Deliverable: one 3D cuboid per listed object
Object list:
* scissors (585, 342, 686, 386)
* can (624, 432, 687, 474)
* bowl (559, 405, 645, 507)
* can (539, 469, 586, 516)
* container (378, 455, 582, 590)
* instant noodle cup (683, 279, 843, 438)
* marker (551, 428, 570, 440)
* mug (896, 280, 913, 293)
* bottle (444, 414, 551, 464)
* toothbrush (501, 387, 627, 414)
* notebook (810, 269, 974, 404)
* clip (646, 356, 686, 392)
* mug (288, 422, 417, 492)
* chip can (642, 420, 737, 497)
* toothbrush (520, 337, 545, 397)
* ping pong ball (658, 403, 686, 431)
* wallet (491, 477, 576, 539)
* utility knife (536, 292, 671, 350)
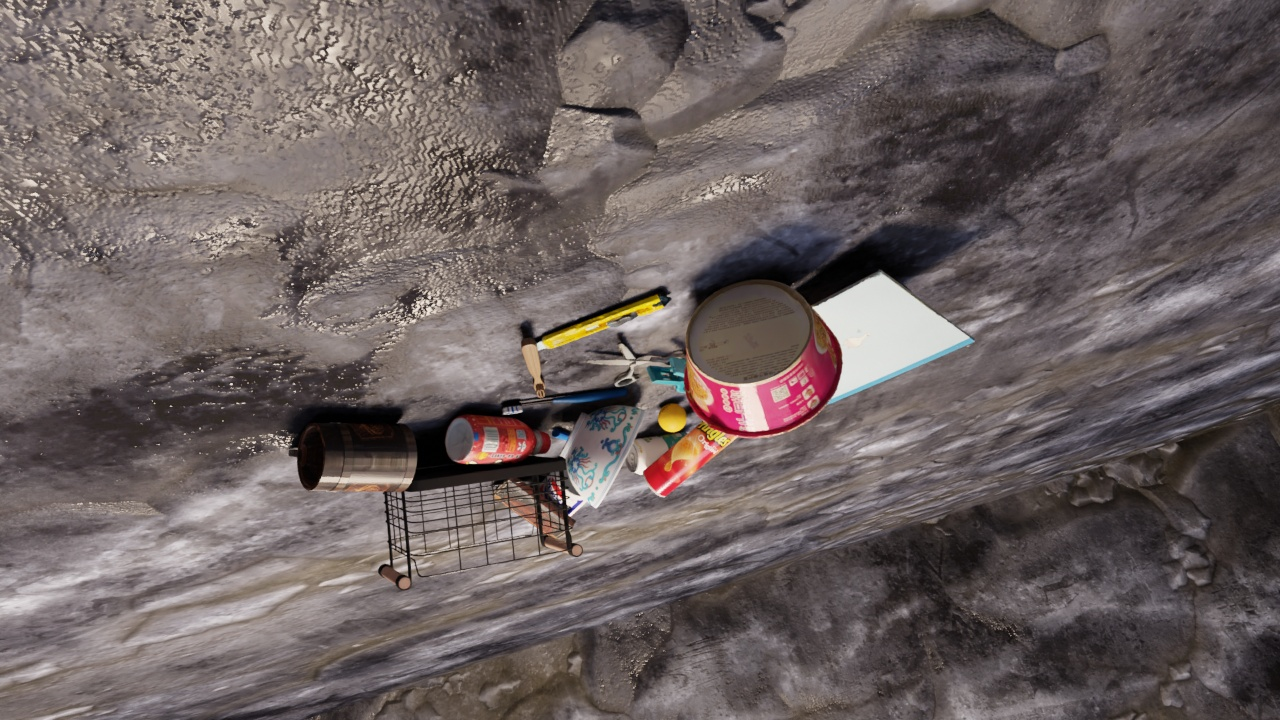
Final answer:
[{"bbox_3d":[0.005,-0.001,1.108,0.161,0.014,0.142,-12,160,-14],"label":"scissors"},{"bbox_3d":[0.031,0.141,1.397,0.101,0.055,0.055,-6,155,-26],"label":"can"},{"bbox_3d":[-0.059,0.113,1.213,0.074,0.143,0.144,27,148,-2],"label":"bowl"},{"bbox_3d":[-0.120,0.203,1.408,0.070,0.070,0.132,-3,153,-31],"label":"can"},{"bbox_3d":[-0.211,0.202,1.187,0.240,0.130,0.163,-5,179,-28],"label":"container"},{"bbox_3d":[0.123,-0.012,0.990,0.179,0.178,0.078,-21,141,6],"label":"instant noodle cup"},{"bbox_3d":[-0.086,0.115,1.306,0.013,0.013,0.141,-25,157,17],"label":"marker"},{"bbox_3d":[0.276,-0.055,1.122,0.112,0.074,0.076,19,145,-16],"label":"mug"},{"bbox_3d":[-0.172,0.101,1.147,0.062,0.062,0.137,-34,151,34],"label":"bottle"},{"bbox_3d":[-0.093,0.050,1.150,0.167,0.014,0.014,-6,166,-24],"label":"toothbrush"},{"bbox_3d":[0.242,-0.014,1.111,0.181,0.009,0.254,29,141,-31],"label":"notebook"},{"bbox_3d":[0.075,0.010,1.143,0.121,0.031,0.130,-15,165,8],"label":"clip"},{"bbox_3d":[-0.332,0.110,1.047,0.107,0.080,0.116,6,174,-43],"label":"mug"},{"bbox_3d":[0.097,0.113,1.316,0.215,0.051,0.051,-42,151,16],"label":"chip can"},{"bbox_3d":[-0.118,0.010,1.022,0.016,0.016,0.167,-10,161,-5],"label":"toothbrush"},{"bbox_3d":[0.045,0.080,1.286,0.040,0.040,0.040,-15,157,-7],"label":"ping pong ball"},{"bbox_3d":[-0.160,0.220,1.378,0.123,0.019,0.072,37,143,-8],"label":"wallet"},{"bbox_3d":[-0.045,-0.039,0.984,0.165,0.017,0.030,-18,153,9],"label":"utility knife"}]
